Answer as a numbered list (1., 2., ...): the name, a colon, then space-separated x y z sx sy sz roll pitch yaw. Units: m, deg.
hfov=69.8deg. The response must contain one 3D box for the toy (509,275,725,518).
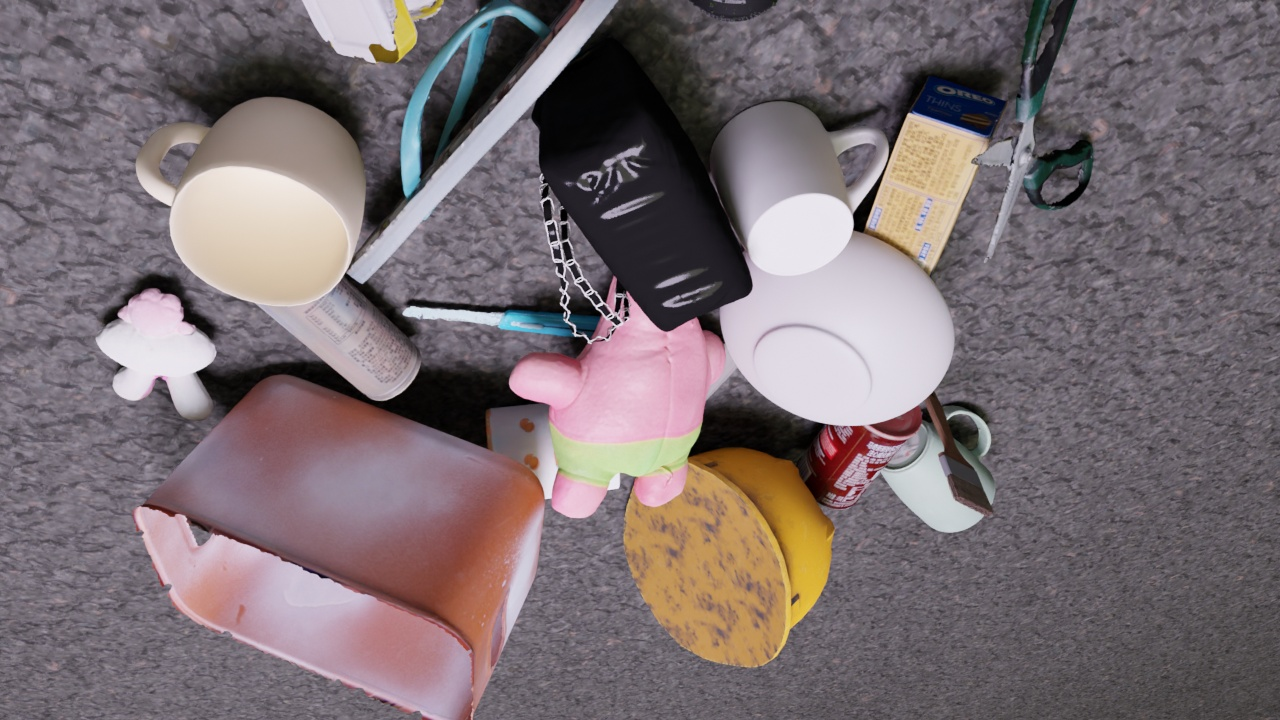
1. toy: -0.004 0.004 0.688 0.191 0.097 0.237 -6 117 -34

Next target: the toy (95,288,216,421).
1. toy: -0.346 -0.006 0.660 0.079 0.037 0.123 16 135 -11

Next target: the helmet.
1. helmet: 0.100 0.168 0.869 0.131 0.205 0.256 -23 164 -30

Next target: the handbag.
1. handbag: -0.015 -0.099 0.557 0.115 0.125 0.153 -27 136 17

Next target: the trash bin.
1. trash bin: -0.213 0.143 0.708 0.260 0.157 0.182 20 138 8

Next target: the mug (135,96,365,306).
1. mug: -0.219 -0.103 0.528 0.120 0.099 0.096 20 129 -24

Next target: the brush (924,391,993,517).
1. brush: 0.271 0.071 0.804 0.045 0.142 0.008 26 126 -25

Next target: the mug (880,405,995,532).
1. mug: 0.292 0.096 0.896 0.104 0.084 0.111 40 92 -29

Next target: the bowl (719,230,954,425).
1. bowl: 0.134 -0.009 0.676 0.177 0.066 0.177 19 139 17

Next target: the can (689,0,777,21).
1. can: 0.052 -0.242 0.460 0.054 0.053 0.138 -6 139 -6

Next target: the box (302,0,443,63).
1. box: -0.159 -0.241 0.424 0.067 0.069 0.210 2 142 17

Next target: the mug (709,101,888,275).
1. mug: 0.109 -0.115 0.595 0.114 0.087 0.081 -19 139 9

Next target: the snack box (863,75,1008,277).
1. snack box: 0.190 -0.093 0.651 0.056 0.057 0.207 23 140 13

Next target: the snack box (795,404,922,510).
1. snack box: 0.200 0.078 0.852 0.072 0.072 0.122 4 138 -17

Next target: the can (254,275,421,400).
1. can: -0.216 -0.028 0.649 0.054 0.054 0.135 -22 139 13

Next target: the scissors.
1. scissors: 0.269 -0.161 0.595 0.203 0.015 0.202 -7 116 -48

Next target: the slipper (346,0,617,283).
1. slipper: -0.105 -0.143 0.528 0.054 0.098 0.270 40 130 -17

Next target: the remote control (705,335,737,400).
1. remote control: 0.050 0.023 0.800 0.033 0.013 0.137 15 132 -29

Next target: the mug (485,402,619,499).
1. mug: -0.075 0.076 0.780 0.105 0.082 0.082 -7 140 -6

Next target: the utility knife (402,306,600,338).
1. utility knife: -0.092 -0.029 0.706 0.176 0.015 0.022 3 130 -16
